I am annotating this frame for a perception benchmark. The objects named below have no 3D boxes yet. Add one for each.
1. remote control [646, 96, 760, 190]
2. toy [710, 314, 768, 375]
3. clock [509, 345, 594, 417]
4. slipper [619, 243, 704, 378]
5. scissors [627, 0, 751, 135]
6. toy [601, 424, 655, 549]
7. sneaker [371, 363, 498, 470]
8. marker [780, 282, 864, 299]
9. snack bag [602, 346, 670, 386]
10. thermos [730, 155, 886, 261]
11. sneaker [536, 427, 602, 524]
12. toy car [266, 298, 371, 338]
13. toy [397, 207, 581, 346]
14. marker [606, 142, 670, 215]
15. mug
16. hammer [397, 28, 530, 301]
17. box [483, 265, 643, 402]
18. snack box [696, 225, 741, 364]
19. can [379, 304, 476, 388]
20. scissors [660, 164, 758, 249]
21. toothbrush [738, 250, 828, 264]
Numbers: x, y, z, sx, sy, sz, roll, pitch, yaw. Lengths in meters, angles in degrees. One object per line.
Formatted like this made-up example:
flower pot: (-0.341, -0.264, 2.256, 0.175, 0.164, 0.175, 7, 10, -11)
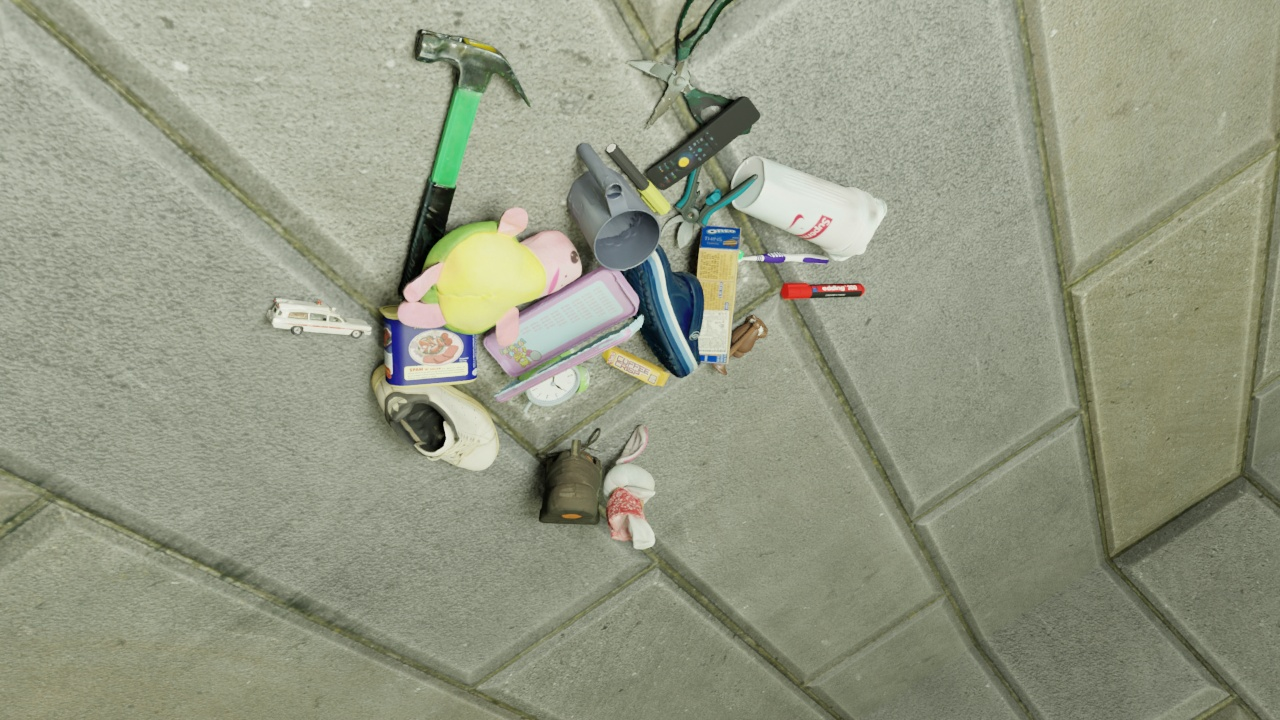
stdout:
remote control: (0.075, -0.263, 1.113, 0.152, 0.020, 0.041, -36, 136, 15)
toy: (0.151, -0.028, 1.374, 0.102, 0.041, 0.054, -48, 174, 31)
clock: (-0.119, 0.018, 1.268, 0.119, 0.042, 0.094, -23, 138, -8)
slipper: (0.034, -0.079, 1.225, 0.095, 0.105, 0.253, -35, 140, -10)
scissors: (0.082, -0.345, 1.061, 0.201, 0.015, 0.202, 8, 125, -37)
toy: (-0.017, 0.204, 1.397, 0.084, 0.194, 0.159, 14, 119, -18)
sneaker: (-0.258, 0.094, 1.218, 0.089, 0.102, 0.241, -35, 137, 5)
marker: (0.279, -0.107, 1.389, 0.144, 0.021, 0.023, -4, 108, -26)
snack bag: (-0.008, 0.008, 1.299, 0.099, 0.020, 0.026, 26, 116, 4)
thermos: (0.223, -0.202, 1.222, 0.220, 0.099, 0.099, 13, 122, -32)
sneaker: (-0.108, 0.174, 1.395, 0.101, 0.142, 0.238, 2, 165, -5)
toy car: (-0.373, -0.050, 1.070, 0.113, 0.039, 0.039, 4, 106, -33)
toy: (-0.172, -0.100, 1.071, 0.237, 0.088, 0.190, -22, 133, -32)
marker: (-0.004, -0.221, 1.126, 0.021, 0.017, 0.124, -13, 144, 30)
mug: (-0.038, -0.183, 1.079, 0.084, 0.104, 0.124, -25, 137, -6)
hammer: (-0.218, -0.199, 1.019, 0.130, 0.032, 0.320, 3, 129, -32)
box: (-0.103, -0.024, 1.140, 0.215, 0.092, 0.089, -26, 114, 24)
snack box: (0.104, -0.088, 1.274, 0.056, 0.057, 0.207, 4, 133, 3)
can: (-0.256, -0.019, 1.121, 0.116, 0.056, 0.092, -5, 106, -25)
scissors: (0.079, -0.213, 1.165, 0.156, 0.019, 0.124, -16, 114, 21)
toothbrush: (0.195, -0.147, 1.309, 0.186, 0.015, 0.016, -2, 125, -28)
